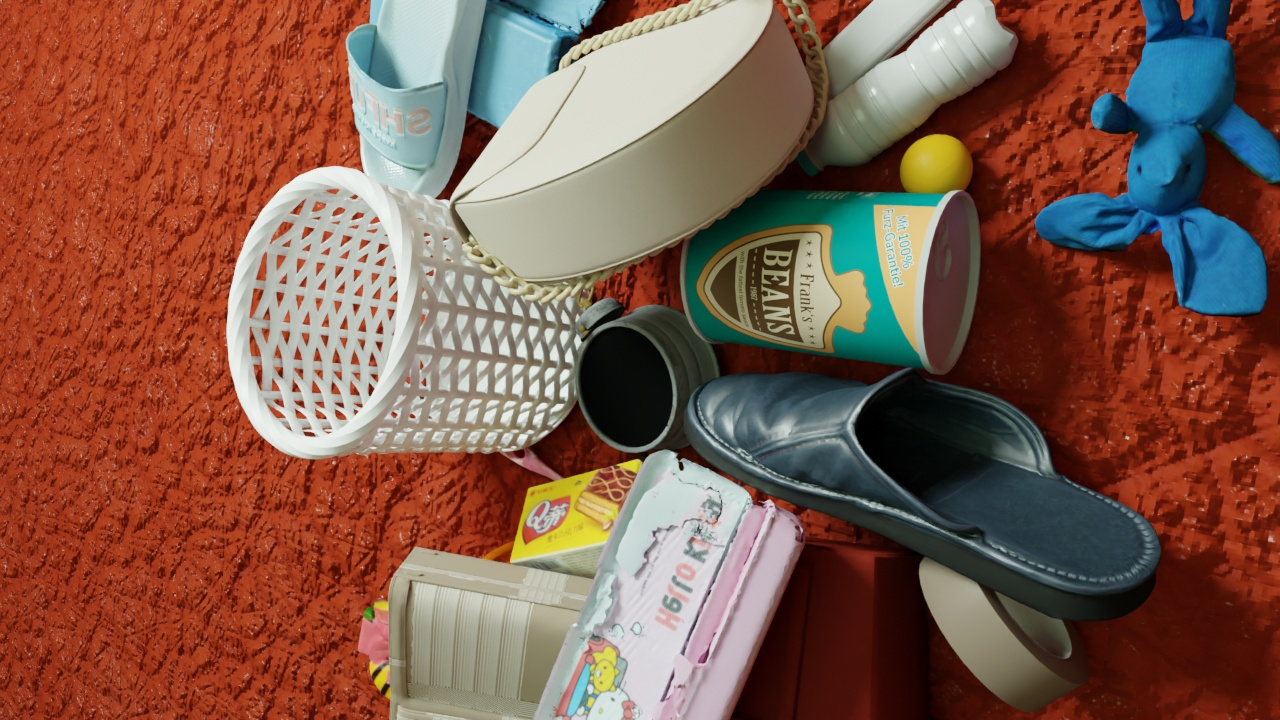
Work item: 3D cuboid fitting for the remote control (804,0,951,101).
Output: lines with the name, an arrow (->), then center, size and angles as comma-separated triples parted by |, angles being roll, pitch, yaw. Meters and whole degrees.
remote control -> 0.134, -0.192, 0.570 | 0.131, 0.012, 0.033 | -41, 69, 28

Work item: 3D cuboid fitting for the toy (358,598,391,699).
toy -> -0.161, 0.204, 0.649 | 0.084, 0.046, 0.103 | 19, 105, 11

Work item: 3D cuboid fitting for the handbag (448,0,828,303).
handbag -> -0.006, -0.144, 0.551 | 0.209, 0.210, 0.103 | -17, 123, 28

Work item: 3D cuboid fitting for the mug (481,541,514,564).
mug -> -0.113, 0.185, 0.700 | 0.078, 0.095, 0.113 | 32, 108, 30

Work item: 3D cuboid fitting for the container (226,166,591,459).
container -> -0.161, -0.025, 0.665 | 0.190, 0.186, 0.189 | -3, 84, 34

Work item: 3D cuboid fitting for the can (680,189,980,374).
can -> 0.111, -0.051, 0.536 | 0.144, 0.099, 0.099 | 9, 96, 34

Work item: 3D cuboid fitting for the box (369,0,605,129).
box -> -0.125, -0.285, 0.725 | 0.232, 0.060, 0.175 | 33, 108, 30

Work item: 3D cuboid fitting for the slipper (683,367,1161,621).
slipper -> 0.140, 0.038, 0.494 | 0.266, 0.108, 0.084 | 22, 128, 39

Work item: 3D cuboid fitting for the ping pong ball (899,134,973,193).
ping pong ball -> 0.170, -0.110, 0.529 | 0.040, 0.040, 0.040 | 1, 91, 35

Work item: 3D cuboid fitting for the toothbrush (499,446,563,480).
toothbrush -> -0.090, 0.077, 0.730 | 0.135, 0.016, 0.022 | 33, 104, 29

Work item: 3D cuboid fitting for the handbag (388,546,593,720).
handbag -> -0.080, 0.237, 0.598 | 0.175, 0.062, 0.198 | 10, 100, 0

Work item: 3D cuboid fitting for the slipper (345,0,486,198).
slipper -> -0.182, -0.234, 0.704 | 0.104, 0.074, 0.246 | 42, 127, 27

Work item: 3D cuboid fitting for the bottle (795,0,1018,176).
bottle -> 0.151, -0.155, 0.539 | 0.137, 0.044, 0.044 | -33, 73, 31

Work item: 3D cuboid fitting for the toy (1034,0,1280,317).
toy -> 0.256, -0.114, 0.455 | 0.113, 0.070, 0.176 | 7, 106, 37

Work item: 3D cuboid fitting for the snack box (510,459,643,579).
snack box -> -0.021, 0.123, 0.633 | 0.106, 0.083, 0.061 | -18, 43, 34

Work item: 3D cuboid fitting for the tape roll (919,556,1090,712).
tape roll -> 0.193, 0.135, 0.487 | 0.030, 0.093, 0.093 | -46, 67, 26

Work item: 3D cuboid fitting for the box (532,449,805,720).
box -> 0.004, 0.155, 0.497 | 0.101, 0.111, 0.201 | 23, 90, 8

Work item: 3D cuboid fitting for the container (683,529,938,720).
container -> 0.092, 0.207, 0.539 | 0.148, 0.127, 0.200 | 1, 82, 35

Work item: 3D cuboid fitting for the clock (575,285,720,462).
clock -> -0.004, 0.004, 0.644 | 0.104, 0.056, 0.148 | -46, 71, 36
